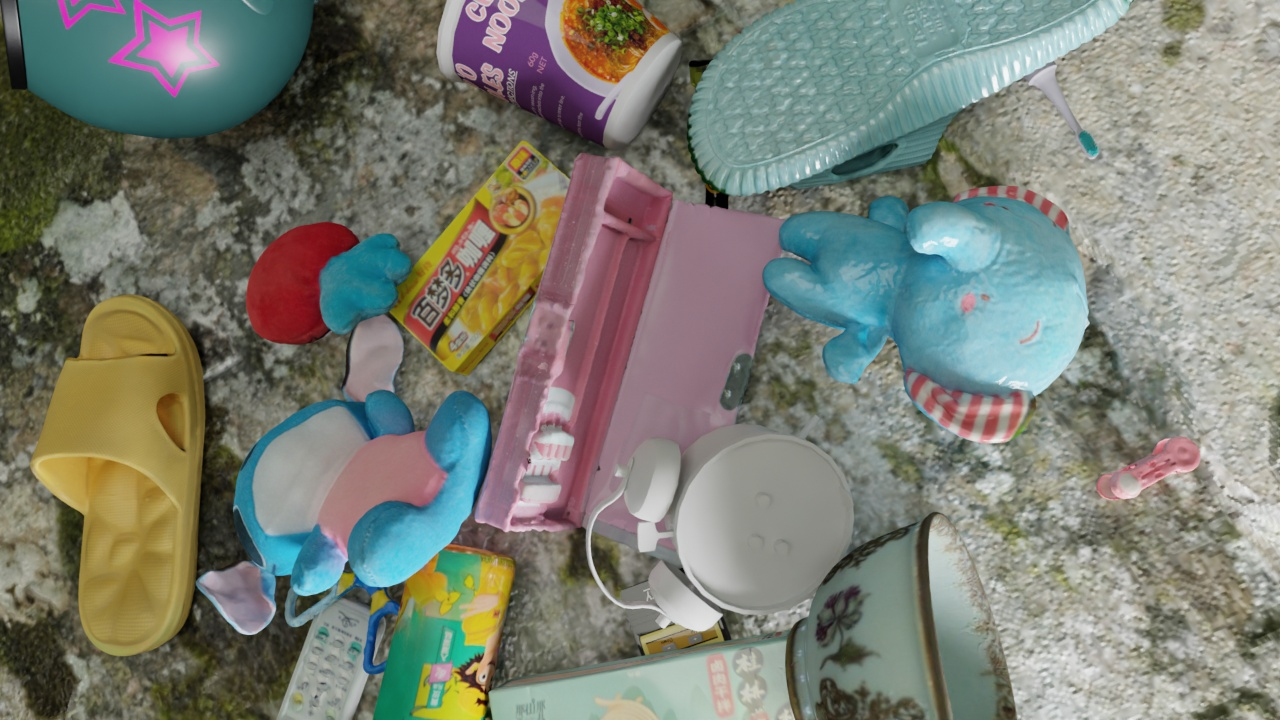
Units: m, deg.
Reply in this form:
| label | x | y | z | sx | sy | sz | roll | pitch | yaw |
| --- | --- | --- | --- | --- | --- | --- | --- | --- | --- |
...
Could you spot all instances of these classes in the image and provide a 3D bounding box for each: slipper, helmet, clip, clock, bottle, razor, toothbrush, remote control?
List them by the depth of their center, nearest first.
| label | x | y | z | sx | sy | sz | roll | pitch | yaw |
| --- | --- | --- | --- | --- | --- | --- | --- | --- | --- |
| clip | 0.290 | 0.062 | 0.523 | 0.060 | 0.045 | 0.023 | -30 | 81 | 22 |
| clock | 0.047 | 0.096 | 0.534 | 0.159 | 0.061 | 0.120 | -17 | 102 | -10 |
| slipper | 0.158 | -0.183 | 0.564 | 0.276 | 0.069 | 0.116 | -22 | 77 | 11 |
| bottle | -0.130 | 0.221 | 0.568 | 0.068 | 0.068 | 0.209 | 7 | 75 | 14 |
| toothbrush | 0.234 | -0.205 | 0.572 | 0.018 | 0.019 | 0.188 | -27 | 79 | 6 |
| remote control | 0.036 | 0.199 | 0.578 | 0.058 | 0.013 | 0.133 | -23 | 79 | 10 |
| razor | 0.052 | -0.130 | 0.608 | 0.044 | 0.021 | 0.144 | 1 | 86 | 13 |
| helmet | -0.321 | -0.291 | 0.622 | 0.177 | 0.199 | 0.275 | 7 | 102 | 57 |
| remote control | -0.216 | 0.229 | 0.629 | 0.050 | 0.022 | 0.133 | 19 | 89 | 14 |
| slipper | -0.373 | 0.078 | 0.655 | 0.099 | 0.078 | 0.263 | -6 | 83 | 10 |

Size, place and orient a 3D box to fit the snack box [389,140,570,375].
| label | x | y | z | sx | sy | sz | roll | pitch | yaw |
| --- | --- | --- | --- | --- | --- | --- | --- | --- | --- |
| snack box | -0.101 | -0.069 | 0.633 | 0.075 | 0.025 | 0.152 | 43 | 94 | 14 |

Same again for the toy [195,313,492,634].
| label | x | y | z | sx | sy | sz | roll | pitch | yaw |
| --- | --- | --- | --- | --- | --- | --- | --- | --- | --- |
| toy | -0.176 | 0.069 | 0.580 | 0.192 | 0.099 | 0.223 | -5 | 49 | 36 |

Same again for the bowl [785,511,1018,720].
| label | x | y | z | sx | sy | sz | roll | pitch | yaw |
| --- | --- | --- | --- | --- | --- | --- | --- | --- | --- |
| bowl | 0.135 | 0.170 | 0.495 | 0.094 | 0.159 | 0.160 | -17 | 80 | 27 |

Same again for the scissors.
| label | x | y | z | sx | sy | sz | roll | pitch | yaw |
| --- | --- | --- | --- | --- | --- | --- | --- | --- | --- |
| scissors | -0.187 | 0.147 | 0.623 | 0.123 | 0.016 | 0.125 | 0 | 65 | 3 |

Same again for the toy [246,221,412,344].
| label | x | y | z | sx | sy | sz | roll | pitch | yaw |
| --- | --- | --- | --- | --- | --- | --- | --- | --- | --- |
| toy | -0.215 | -0.053 | 0.634 | 0.133 | 0.062 | 0.092 | 3 | 70 | 23 |

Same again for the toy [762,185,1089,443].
| label | x | y | z | sx | sy | sz | roll | pitch | yaw |
| --- | --- | --- | --- | --- | --- | --- | --- | --- | --- |
| toy | 0.164 | -0.050 | 0.523 | 0.181 | 0.115 | 0.183 | 19 | 64 | 10 |

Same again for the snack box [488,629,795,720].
| label | x | y | z | sx | sy | sz | roll | pitch | yaw |
| --- | --- | --- | --- | --- | --- | --- | --- | --- | --- |
| snack box | 0.016 | 0.249 | 0.546 | 0.194 | 0.044 | 0.141 | -14 | 80 | 12 |

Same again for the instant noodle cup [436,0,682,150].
| label | x | y | z | sx | sy | sz | roll | pitch | yaw |
| --- | --- | --- | --- | --- | --- | --- | --- | --- | --- |
| instant noodle cup | -0.044 | -0.207 | 0.590 | 0.122 | 0.137 | 0.121 | 34 | 65 | 5 |

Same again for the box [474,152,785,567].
| label | x | y | z | sx | sy | sz | roll | pitch | yaw |
| --- | --- | --- | --- | --- | --- | --- | --- | --- | --- |
| box | -0.001 | 0.004 | 0.558 | 0.116 | 0.106 | 0.232 | 16 | 90 | 29 |
